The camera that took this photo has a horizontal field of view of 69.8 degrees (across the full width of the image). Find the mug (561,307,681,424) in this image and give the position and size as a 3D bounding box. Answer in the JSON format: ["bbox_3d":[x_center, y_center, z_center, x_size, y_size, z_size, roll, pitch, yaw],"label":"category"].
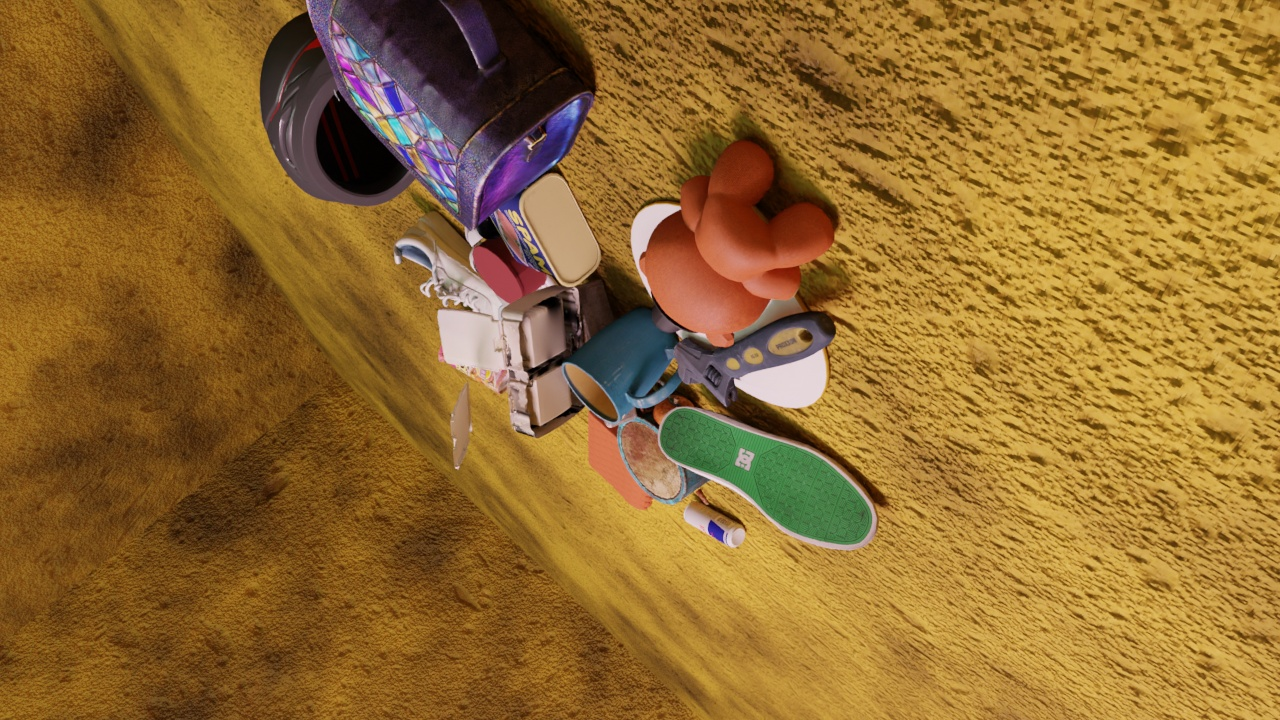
[{"bbox_3d":[-0.006,0.005,0.931,0.112,0.104,0.084,26,152,41],"label":"mug"}]

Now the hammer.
[{"bbox_3d":[-0.101,-0.001,1.113,0.301,0.037,0.158,-5,103,63],"label":"hammer"}]

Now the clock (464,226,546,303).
[{"bbox_3d":[-0.159,-0.116,1.067,0.124,0.044,0.087,41,155,13],"label":"clock"}]

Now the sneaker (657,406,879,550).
[{"bbox_3d":[0.133,0.111,0.911,0.235,0.084,0.079,26,-172,28],"label":"sneaker"}]

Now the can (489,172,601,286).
[{"bbox_3d":[-0.104,-0.139,0.931,0.092,0.056,0.116,26,151,48],"label":"can"}]

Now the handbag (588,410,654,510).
[{"bbox_3d":[-0.013,0.126,1.237,0.109,0.060,0.172,46,158,20],"label":"handbag"}]

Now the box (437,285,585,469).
[{"bbox_3d":[-0.155,0.009,0.934,0.106,0.192,0.144,11,115,32],"label":"box"}]

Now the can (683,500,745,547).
[{"bbox_3d":[0.099,0.218,1.223,0.095,0.032,0.032,21,147,51],"label":"can"}]

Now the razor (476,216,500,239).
[{"bbox_3d":[-0.176,-0.200,0.983,0.067,0.054,0.151,48,164,58],"label":"razor"}]

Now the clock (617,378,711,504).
[{"bbox_3d":[0.032,0.082,1.051,0.121,0.073,0.158,14,126,49],"label":"clock"}]

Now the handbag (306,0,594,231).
[{"bbox_3d":[-0.154,-0.235,0.752,0.205,0.125,0.222,46,163,3],"label":"handbag"}]

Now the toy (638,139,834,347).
[{"bbox_3d":[0.056,-0.073,0.670,0.112,0.096,0.177,47,131,1],"label":"toy"}]

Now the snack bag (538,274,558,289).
[{"bbox_3d":[-0.115,-0.092,1.104,0.158,0.013,0.057,53,156,-12],"label":"snack bag"}]

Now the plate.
[{"bbox_3d":[0.069,-0.040,0.813,0.230,0.021,0.230,40,159,19],"label":"plate"}]

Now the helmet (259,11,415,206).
[{"bbox_3d":[-0.311,-0.264,0.961,0.170,0.164,0.265,55,155,25],"label":"helmet"}]

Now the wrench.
[{"bbox_3d":[0.089,-0.005,0.770,0.073,0.022,0.274,56,160,-2],"label":"wrench"}]

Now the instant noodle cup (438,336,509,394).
[{"bbox_3d":[-0.238,-0.008,1.416,0.108,0.097,0.098,35,159,9],"label":"instant noodle cup"}]

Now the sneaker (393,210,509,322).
[{"bbox_3d":[-0.235,-0.098,1.227,0.242,0.090,0.090,40,158,17],"label":"sneaker"}]
